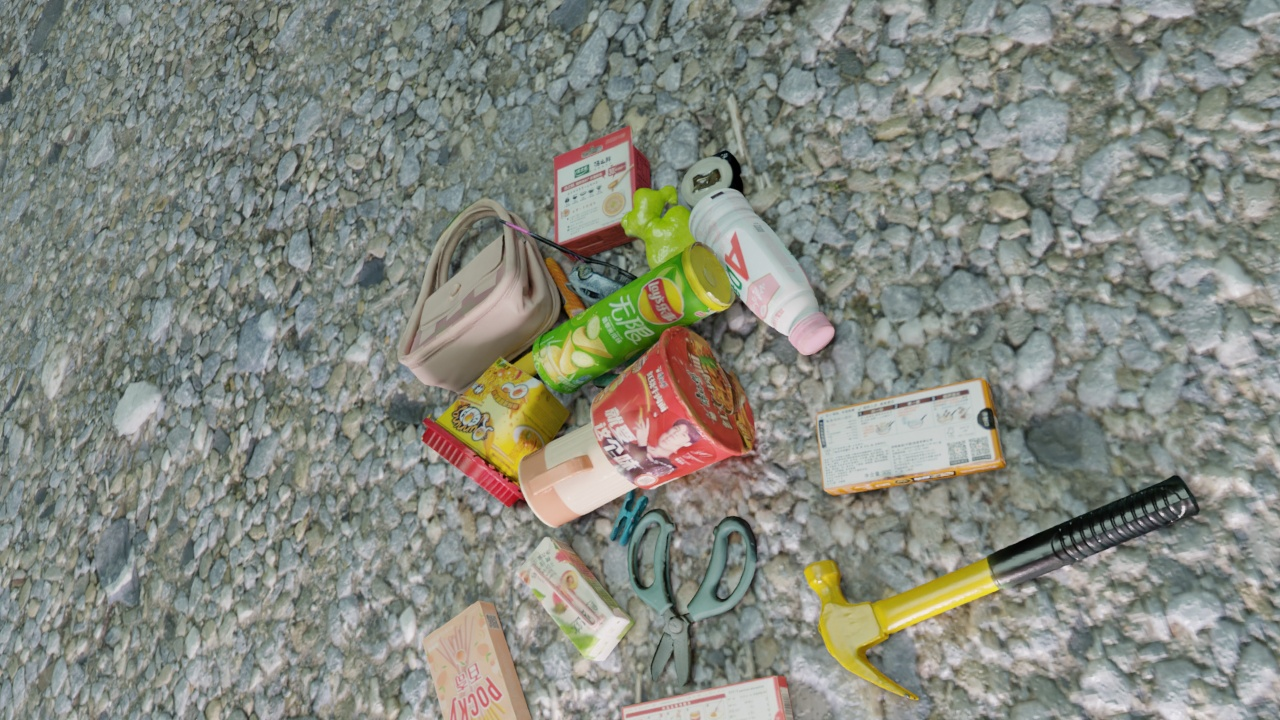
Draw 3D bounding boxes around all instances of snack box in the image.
[{"bbox_3d":[0.058,0.328,0.798,0.156,0.027,0.077,-21,61,24],"label":"snack box"},{"bbox_3d":[-0.166,0.335,0.937,0.084,0.026,0.157,-37,55,14],"label":"snack box"},{"bbox_3d":[-0.045,-0.195,1.077,0.113,0.044,0.127,-15,64,27],"label":"snack box"},{"bbox_3d":[0.231,0.068,0.800,0.154,0.026,0.075,-15,63,27],"label":"snack box"}]

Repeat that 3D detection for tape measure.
[{"bbox_3d":[0.079,-0.188,1.003,0.066,0.033,0.065,-21,58,23],"label":"tape measure"}]

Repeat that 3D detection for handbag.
[{"bbox_3d":[-0.200,-0.096,1.106,0.194,0.093,0.233,-32,47,25],"label":"handbag"}]

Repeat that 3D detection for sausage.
[{"bbox_3d":[-0.079,-0.066,1.058,0.021,0.021,0.165,-40,54,11],"label":"sausage"}]

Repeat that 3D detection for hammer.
[{"bbox_3d":[0.280,0.168,0.723,0.301,0.033,0.128,-30,57,19],"label":"hammer"}]

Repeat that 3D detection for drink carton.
[{"bbox_3d":[-0.066,0.234,0.906,0.053,0.045,0.122,-51,53,2],"label":"drink carton"}]

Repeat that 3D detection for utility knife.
[{"bbox_3d":[-0.129,0.006,1.053,0.217,0.015,0.033,-32,60,28],"label":"utility knife"}]

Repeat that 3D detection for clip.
[{"bbox_3d":[-0.012,0.159,0.924,0.047,0.014,0.057,22,83,35],"label":"clip"}]

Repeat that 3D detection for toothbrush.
[{"bbox_3d":[-0.082,-0.122,1.047,0.189,0.014,0.018,25,95,13],"label":"toothbrush"}]

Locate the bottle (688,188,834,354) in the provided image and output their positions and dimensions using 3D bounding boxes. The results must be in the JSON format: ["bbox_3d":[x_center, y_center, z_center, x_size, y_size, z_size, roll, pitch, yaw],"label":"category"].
[{"bbox_3d":[0.122,-0.088,0.914,0.068,0.068,0.197,-40,57,12],"label":"bottle"}]

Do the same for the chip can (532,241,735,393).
[{"bbox_3d":[-0.014,-0.038,0.932,0.222,0.072,0.072,-29,57,29],"label":"chip can"}]

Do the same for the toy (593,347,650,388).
[{"bbox_3d":[-0.006,0.006,0.976,0.097,0.030,0.091,0,67,35],"label":"toy"}]

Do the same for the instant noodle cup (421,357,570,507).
[{"bbox_3d":[-0.151,0.074,0.995,0.116,0.116,0.123,28,74,38],"label":"instant noodle cup"}]

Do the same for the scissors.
[{"bbox_3d":[0.054,0.214,0.856,0.171,0.019,0.176,-21,59,23],"label":"scissors"}]

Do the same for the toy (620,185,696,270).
[{"bbox_3d":[0.028,-0.140,0.994,0.100,0.031,0.096,25,89,6],"label":"toy"}]

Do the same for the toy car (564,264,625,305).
[{"bbox_3d":[-0.030,-0.070,1.008,0.121,0.054,0.036,22,80,36],"label":"toy car"}]

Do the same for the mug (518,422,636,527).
[{"bbox_3d":[-0.063,0.110,0.915,0.106,0.114,0.081,-28,78,16],"label":"mug"}]

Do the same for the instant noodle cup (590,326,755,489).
[{"bbox_3d":[0.026,0.053,0.875,0.109,0.137,0.137,-34,55,26],"label":"instant noodle cup"}]
